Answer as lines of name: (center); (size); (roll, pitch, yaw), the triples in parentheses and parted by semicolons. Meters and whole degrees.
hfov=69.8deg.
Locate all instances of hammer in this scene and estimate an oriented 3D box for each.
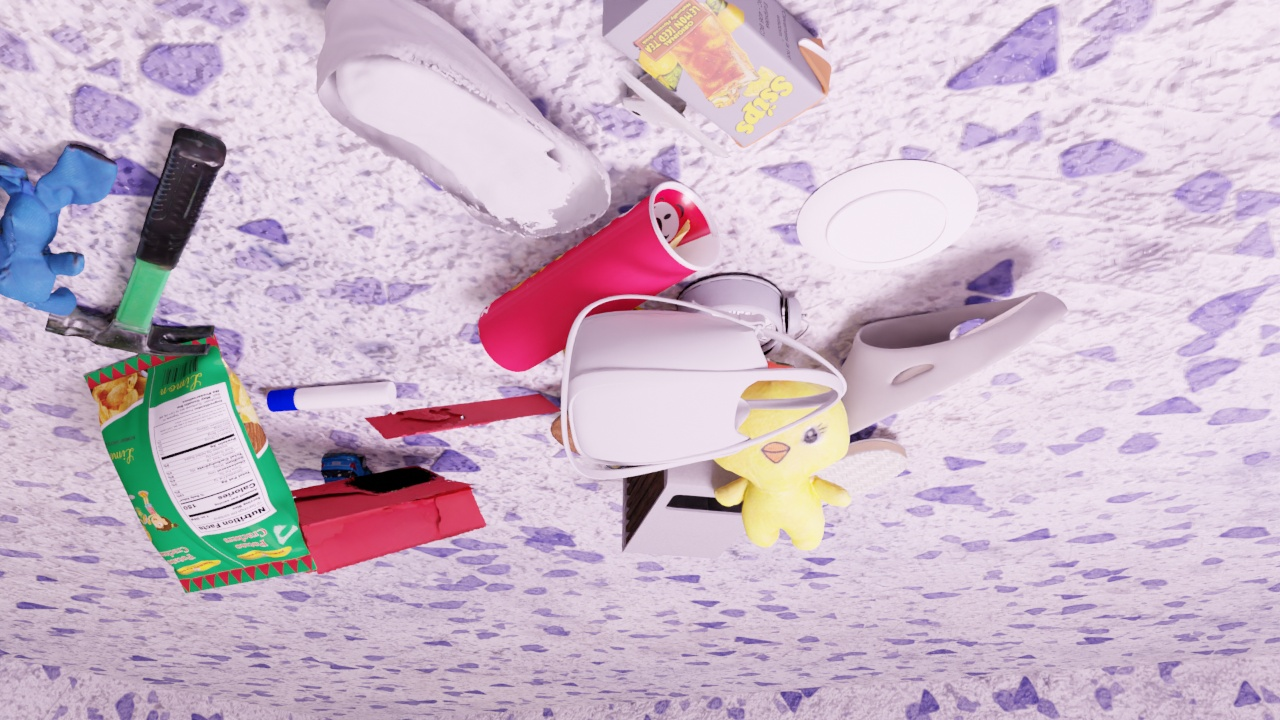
hammer: (-0.387, -0.082, 0.736); (0.130, 0.032, 0.320); (19, 145, -29)

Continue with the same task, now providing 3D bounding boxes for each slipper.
slipper: (0.243, -0.012, 0.808); (0.112, 0.080, 0.267); (-34, 177, -31)
slipper: (0.199, 0.143, 1.108); (0.115, 0.052, 0.264); (23, 140, -38)
slipper: (-0.102, -0.142, 0.575); (0.112, 0.074, 0.246); (-8, 161, 28)

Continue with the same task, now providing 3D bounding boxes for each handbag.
handbag: (0.053, 0.025, 0.720); (0.222, 0.095, 0.216); (-1, 150, 1)

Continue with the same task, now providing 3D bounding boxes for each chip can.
chip can: (-0.041, -0.059, 0.730); (0.069, 0.069, 0.221); (24, 144, -36)

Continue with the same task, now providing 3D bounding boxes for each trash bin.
trash bin: (0.058, 0.131, 1.022); (0.114, 0.114, 0.229); (6, 150, -11)

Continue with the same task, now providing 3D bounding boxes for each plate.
plate: (0.189, -0.104, 0.703); (0.134, 0.011, 0.135); (0, 151, 0)

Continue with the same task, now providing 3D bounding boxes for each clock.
clock: (0.089, -0.034, 0.807); (0.122, 0.035, 0.095); (11, 150, -16)

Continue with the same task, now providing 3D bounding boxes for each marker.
marker: (-0.321, 0.038, 0.957); (0.133, 0.023, 0.027); (-4, 172, 9)

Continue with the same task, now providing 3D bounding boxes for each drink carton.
drink carton: (0.044, -0.183, 0.525); (0.076, 0.048, 0.124); (-26, 142, 38)

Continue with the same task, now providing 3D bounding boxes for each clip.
clip: (0.019, -0.167, 0.581); (0.102, 0.052, 0.058); (29, 111, -40)

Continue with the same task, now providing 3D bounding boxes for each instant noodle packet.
instant noodle packet: (-0.445, 0.110, 0.922); (0.196, 0.253, 0.090); (-15, -169, 25)

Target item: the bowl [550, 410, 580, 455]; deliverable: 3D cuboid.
bowl: (-0.039, 0.070, 0.962); (0.102, 0.026, 0.114); (-11, 146, 26)

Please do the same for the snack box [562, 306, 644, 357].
snack box: (-0.005, 0.005, 0.836); (0.105, 0.061, 0.084); (27, 127, -38)

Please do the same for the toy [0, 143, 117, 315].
toy: (-0.453, -0.092, 0.674); (0.112, 0.070, 0.177); (23, 132, -13)

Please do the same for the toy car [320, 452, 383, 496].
toy car: (-0.361, 0.152, 1.141); (0.056, 0.043, 0.120); (-1, 151, 2)

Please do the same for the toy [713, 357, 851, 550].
toy: (0.128, 0.087, 0.858); (0.134, 0.208, 0.092); (-2, -165, 14)

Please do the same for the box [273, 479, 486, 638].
box: (-0.303, 0.220, 1.038); (0.165, 0.153, 0.213); (2, -172, 43)

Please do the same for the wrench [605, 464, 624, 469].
wrench: (-0.025, 0.059, 0.990); (0.073, 0.022, 0.274); (2, 150, -3)
